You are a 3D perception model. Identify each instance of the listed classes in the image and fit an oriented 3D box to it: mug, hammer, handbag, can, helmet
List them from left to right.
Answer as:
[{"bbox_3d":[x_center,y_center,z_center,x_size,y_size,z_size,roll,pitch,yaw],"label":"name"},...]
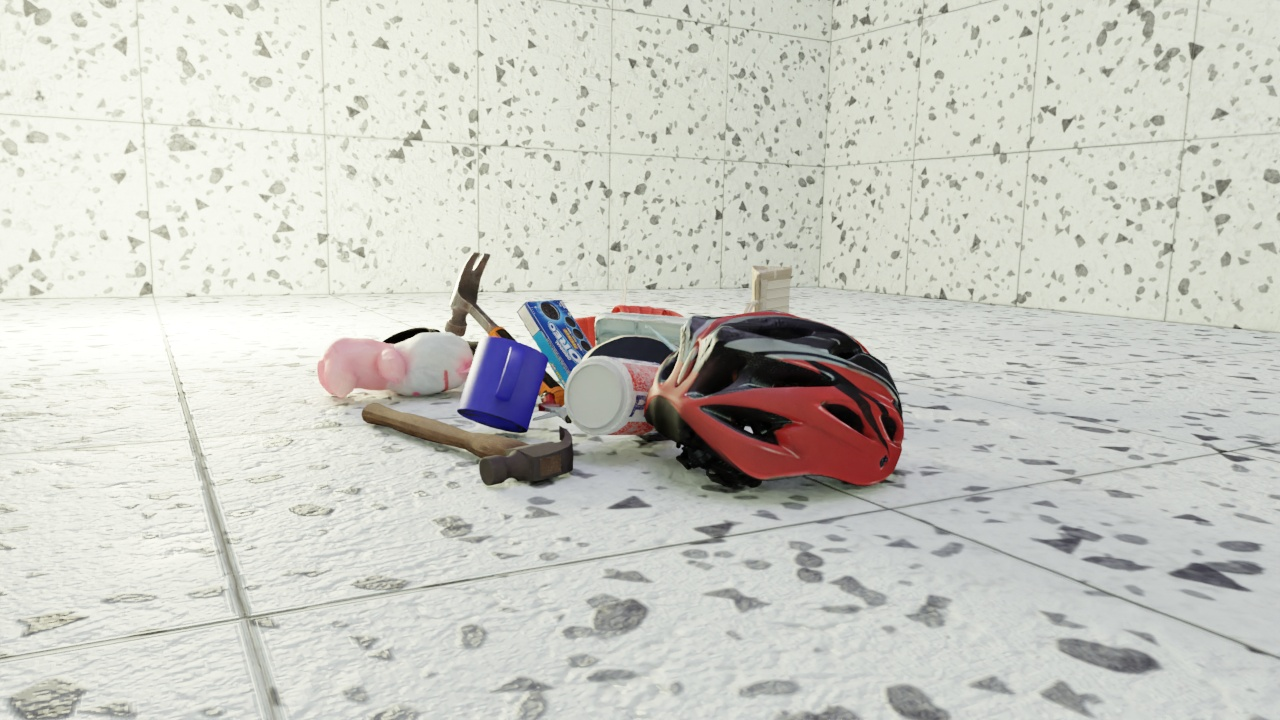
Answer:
[{"bbox_3d":[-0.192,0.077,0.939,0.324,0.033,0.115,8,13,44],"label":"hammer"},{"bbox_3d":[-0.146,0.024,0.988,0.079,0.083,0.111,18,-16,-11],"label":"mug"},{"bbox_3d":[-0.182,-0.035,1.257,0.035,0.138,0.314,2,27,-38],"label":"hammer"},{"bbox_3d":[-0.012,0.038,0.945,0.078,0.078,0.136,6,-1,30],"label":"can"},{"bbox_3d":[0.169,-0.042,1.328,0.062,0.176,0.197,4,11,19],"label":"handbag"},{"bbox_3d":[0.136,0.040,0.878,0.271,0.167,0.218,11,7,-36],"label":"helmet"}]

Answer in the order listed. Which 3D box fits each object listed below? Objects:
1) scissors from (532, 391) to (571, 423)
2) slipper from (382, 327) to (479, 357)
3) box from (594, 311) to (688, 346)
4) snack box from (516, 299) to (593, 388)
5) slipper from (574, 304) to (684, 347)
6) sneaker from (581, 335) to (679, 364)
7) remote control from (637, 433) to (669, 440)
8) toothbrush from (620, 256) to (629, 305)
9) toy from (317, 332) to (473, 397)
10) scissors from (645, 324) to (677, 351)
[{"bbox_3d":[-0.080,0.052,1.017,0.179,0.015,0.188,1,6,-41],"label":"scissors"},{"bbox_3d":[-0.325,-0.015,1.396,0.267,0.076,0.113,-6,12,-42],"label":"slipper"},{"bbox_3d":[0.024,0.007,1.377,0.216,0.107,0.124,4,37,11],"label":"box"},{"bbox_3d":[-0.105,-0.019,1.280,0.027,0.150,0.082,-43,-17,28],"label":"snack box"},{"bbox_3d":[-0.027,-0.041,1.538,0.249,0.103,0.059,-1,-6,-1],"label":"slipper"},{"bbox_3d":[-0.005,0.007,1.196,0.232,0.091,0.118,3,8,-35],"label":"sneaker"},{"bbox_3d":[0.054,0.078,1.036,0.124,0.009,0.046,-2,9,-23],"label":"remote control"},{"bbox_3d":[-0.028,-0.088,1.578,0.010,0.181,0.010,13,10,34],"label":"toothbrush"},{"bbox_3d":[-0.315,0.006,1.221,0.212,0.084,0.142,-3,1,-24],"label":"toy"},{"bbox_3d":[0.075,0.016,1.134,0.167,0.171,0.023,19,-42,-20],"label":"scissors"}]
